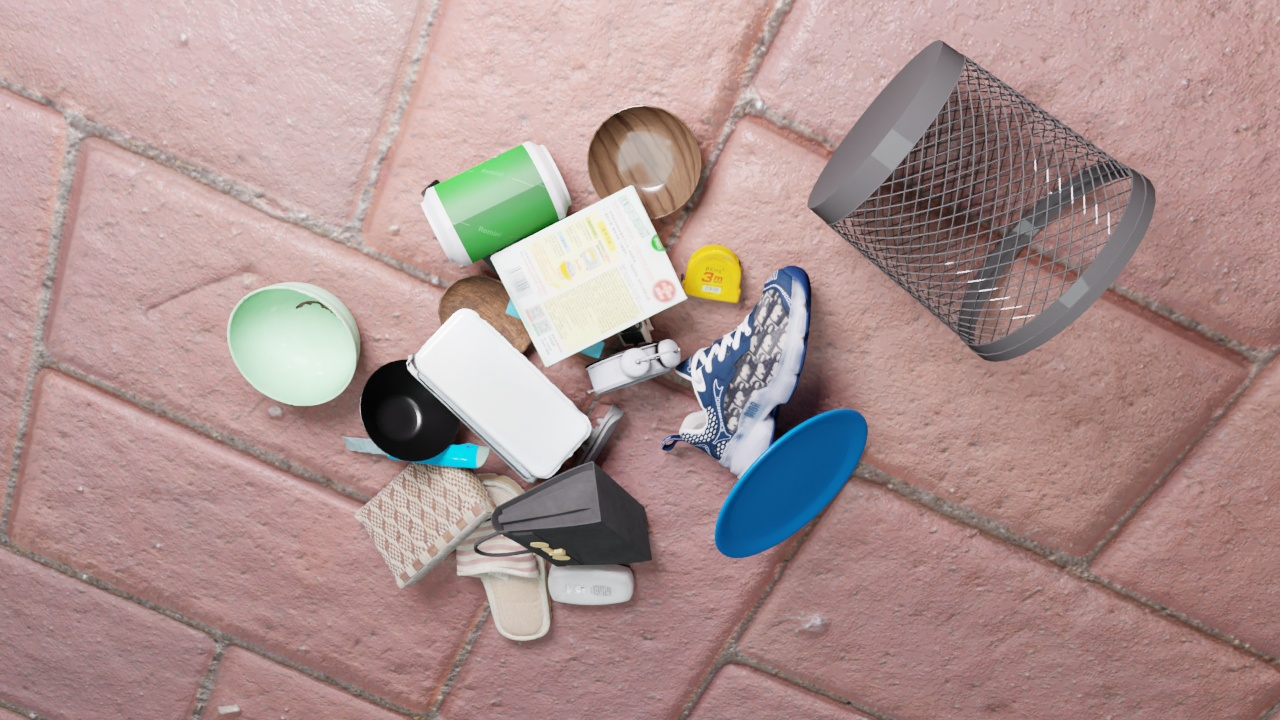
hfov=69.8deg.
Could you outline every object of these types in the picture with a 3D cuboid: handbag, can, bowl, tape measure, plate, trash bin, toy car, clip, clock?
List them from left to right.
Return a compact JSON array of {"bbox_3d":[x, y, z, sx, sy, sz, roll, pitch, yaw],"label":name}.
[{"bbox_3d":[-0.393,-0.029,1.072,0.151,0.076,0.151,2,116,5],"label":"bowl"},{"bbox_3d":[-0.285,0.065,1.105,0.124,0.123,0.053,45,145,-15],"label":"bowl"},{"bbox_3d":[-0.270,0.189,1.161,0.186,0.047,0.124,-41,73,22],"label":"handbag"},{"bbox_3d":[-0.176,-0.052,1.065,0.114,0.026,0.102,41,114,-13],"label":"bowl"},{"bbox_3d":[-0.150,-0.163,0.956,0.140,0.088,0.088,-27,111,-5],"label":"can"},{"bbox_3d":[-0.110,0.207,1.106,0.196,0.072,0.176,-17,150,13],"label":"handbag"},{"bbox_3d":[-0.077,-0.044,1.038,0.122,0.120,0.033,34,118,25],"label":"clip"},{"bbox_3d":[-0.021,-0.070,1.034,0.039,0.038,0.113,-7,116,38],"label":"toy car"},{"bbox_3d":[-0.006,0.006,1.027,0.123,0.094,0.035,-22,85,54],"label":"clock"},{"bbox_3d":[0.005,-0.211,0.967,0.119,0.032,0.119,2,116,5],"label":"bowl"},{"bbox_3d":[0.080,-0.098,1.014,0.068,0.030,0.059,8,116,0],"label":"tape measure"},{"bbox_3d":[0.169,0.137,1.054,0.223,0.024,0.225,-26,141,-23],"label":"plate"},{"bbox_3d":[0.307,-0.153,0.867,0.227,0.217,0.218,35,114,-6],"label":"trash bin"}]

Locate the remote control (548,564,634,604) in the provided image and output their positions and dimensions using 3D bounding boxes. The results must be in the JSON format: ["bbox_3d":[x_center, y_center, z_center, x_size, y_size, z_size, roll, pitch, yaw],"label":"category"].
[{"bbox_3d":[-0.065,0.295,1.218,0.114,0.028,0.060,-2,115,7],"label":"remote control"}]

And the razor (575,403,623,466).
[{"bbox_3d":[-0.091,0.069,1.110,0.116,0.047,0.088,31,115,0],"label":"razor"}]

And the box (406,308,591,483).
[{"bbox_3d":[-0.165,0.037,1.067,0.105,0.129,0.210,-46,105,-7],"label":"box"}]

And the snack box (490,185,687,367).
[{"bbox_3d":[-0.054,-0.087,0.966,0.168,0.027,0.132,-26,96,6],"label":"snack box"}]

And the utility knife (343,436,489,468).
[{"bbox_3d":[-0.279,0.110,1.130,0.221,0.015,0.031,4,88,22],"label":"utility knife"}]

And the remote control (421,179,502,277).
[{"bbox_3d":[-0.182,-0.138,1.020,0.013,0.034,0.150,-37,107,20],"label":"remote control"}]

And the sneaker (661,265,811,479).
[{"bbox_3d":[0.107,0.011,1.032,0.132,0.103,0.270,17,119,5],"label":"sneaker"}]

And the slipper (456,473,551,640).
[{"bbox_3d":[-0.181,0.270,1.206,0.115,0.052,0.263,-7,114,8],"label":"slipper"}]
